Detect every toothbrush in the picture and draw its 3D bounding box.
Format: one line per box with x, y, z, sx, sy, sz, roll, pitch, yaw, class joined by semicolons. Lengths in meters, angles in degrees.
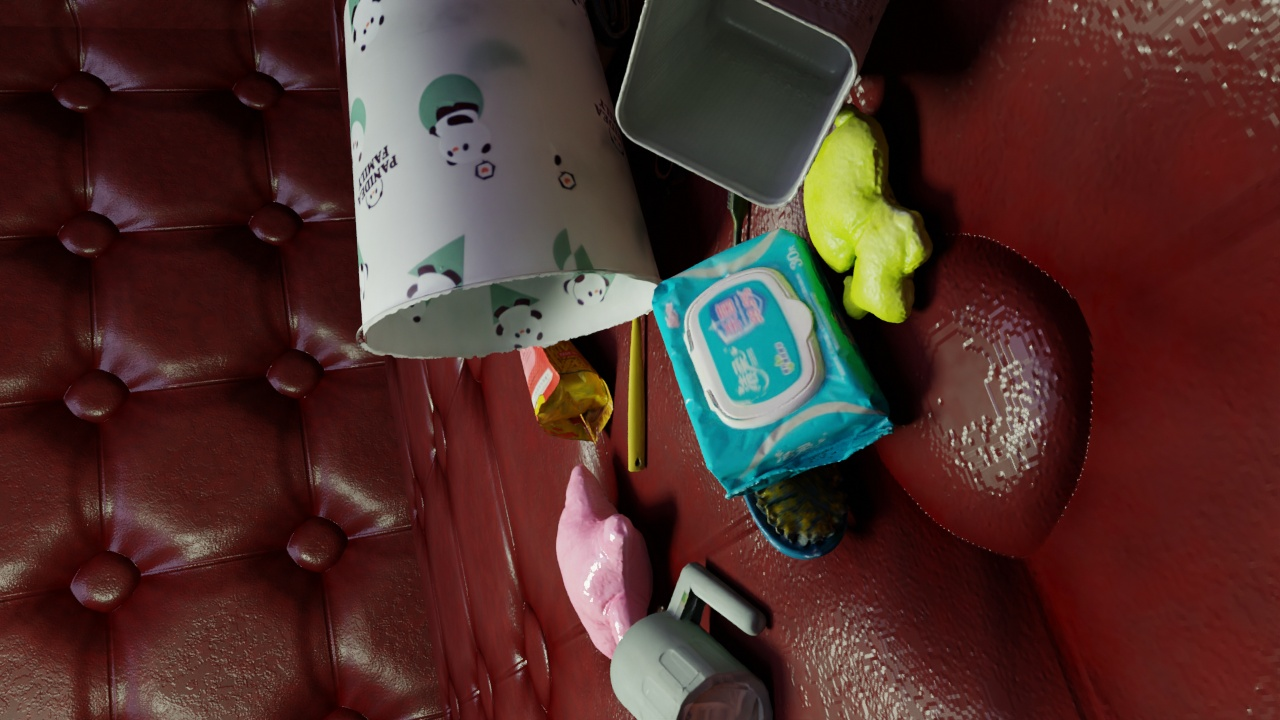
-0.005;0.005;0.780;0.016;0.015;0.190;-137;44;-65;toothbrush
0.059;-0.029;0.613;0.017;0.012;0.186;-128;37;-63;toothbrush

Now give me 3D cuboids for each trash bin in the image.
-0.114;-0.148;0.691;0.230;0.229;0.251;148;113;-67;trash bin

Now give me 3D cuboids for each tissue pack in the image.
0.067;0.002;0.486;0.050;0.093;0.133;37;-151;-58;tissue pack

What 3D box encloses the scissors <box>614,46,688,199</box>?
0.013;-0.228;0.660;0.227;0.015;0.188;125;134;-61;scissors

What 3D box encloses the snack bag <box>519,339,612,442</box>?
-0.096;-0.005;0.932;0.129;0.073;0.207;63;175;-37;snack bag

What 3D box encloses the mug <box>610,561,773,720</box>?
0.042;0.220;0.661;0.103;0.083;0.124;18;89;66;mug

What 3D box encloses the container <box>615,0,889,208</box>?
0.059;-0.148;0.415;0.114;0.090;0.090;-58;-5;-38;container

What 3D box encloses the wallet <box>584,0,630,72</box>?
-0.042;-0.284;0.766;0.115;0.033;0.090;150;110;-71;wallet

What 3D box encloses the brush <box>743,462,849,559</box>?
0.077;0.050;0.538;0.074;0.055;0.143;79;172;-60;brush

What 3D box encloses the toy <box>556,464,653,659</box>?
-0.035;0.195;0.841;0.195;0.074;0.178;-150;54;-68;toy

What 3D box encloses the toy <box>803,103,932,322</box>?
0.107;-0.070;0.452;0.100;0.031;0.097;-122;30;-46;toy
